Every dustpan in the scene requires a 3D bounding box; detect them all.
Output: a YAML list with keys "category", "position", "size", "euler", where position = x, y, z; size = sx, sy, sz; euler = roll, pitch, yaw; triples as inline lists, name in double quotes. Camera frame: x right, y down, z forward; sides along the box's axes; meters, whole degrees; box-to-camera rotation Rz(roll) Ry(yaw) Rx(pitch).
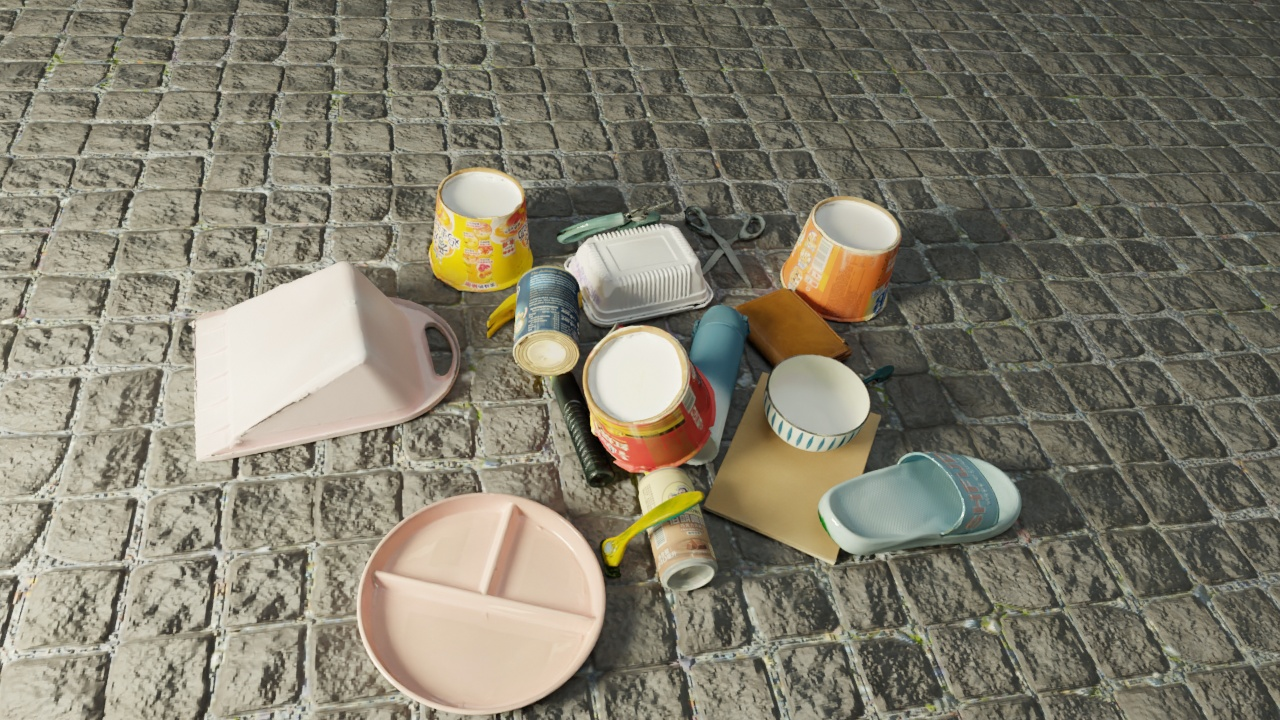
- category: "dustpan"
  position: [-0.357, 0.011, 1.051]
  size: [0.273, 0.139, 0.222]
  euler: [-25, 51, 6]

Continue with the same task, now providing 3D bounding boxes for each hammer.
- category: "hammer"
  position: [-0.092, 0.021, 1.068]
  size: [0.128, 0.033, 0.300]
  euler: [-11, 49, -18]

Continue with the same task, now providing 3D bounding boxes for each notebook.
- category: "notebook"
  position: [0.175, 0.112, 1.030]
  size: [0.149, 0.012, 0.210]
  euler: [22, 51, 10]

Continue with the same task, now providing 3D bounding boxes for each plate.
- category: "plate"
  position: [-0.148, 0.226, 0.868]
  size: [0.229, 0.028, 0.229]
  euler: [5, 46, -6]

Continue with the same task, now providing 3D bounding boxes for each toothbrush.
- category: "toothbrush"
  position: [0.240, 0.047, 1.114]
  size: [0.191, 0.018, 0.016]
  euler: [-25, 57, -26]

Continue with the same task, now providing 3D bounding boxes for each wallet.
- category: "wallet"
  position: [0.198, -0.038, 1.172]
  size: [0.118, 0.035, 0.130]
  euler: [-21, 55, -26]

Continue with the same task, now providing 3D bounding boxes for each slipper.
- category: "slipper"
  position: [0.302, 0.144, 0.978]
  size: [0.245, 0.074, 0.104]
  euler: [-7, 52, -23]

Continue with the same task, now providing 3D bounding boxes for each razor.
- category: "razor"
  position: [0.009, 0.163, 0.897]
  size: [0.028, 0.133, 0.043]
  euler: [32, 32, -36]

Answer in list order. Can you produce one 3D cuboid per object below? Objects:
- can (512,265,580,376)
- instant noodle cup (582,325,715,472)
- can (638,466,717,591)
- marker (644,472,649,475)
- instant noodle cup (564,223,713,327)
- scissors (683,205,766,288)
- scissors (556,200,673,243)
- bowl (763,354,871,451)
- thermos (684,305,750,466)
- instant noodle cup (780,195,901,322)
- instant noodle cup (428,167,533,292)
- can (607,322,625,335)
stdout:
- category: "can"
  position: [-0.107, -0.045, 1.053]
  size: [0.075, 0.075, 0.111]
  euler: [3, 46, -7]
- category: "instant noodle cup"
  position: [0.006, 0.033, 0.945]
  size: [0.138, 0.109, 0.137]
  euler: [-4, 65, 9]
- category: "can"
  position: [0.036, 0.170, 0.930]
  size: [0.058, 0.059, 0.116]
  euler: [-4, 47, -14]
- category: "marker"
  position: [-0.003, 0.100, 1.023]
  size: [0.018, 0.015, 0.124]
  euler: [-17, 49, -25]
- category: "instant noodle cup"
  position: [-0.001, -0.120, 1.198]
  size: [0.173, 0.060, 0.138]
  euler: [-14, 50, -17]
- category: "scissors"
  position: [0.115, -0.165, 1.295]
  size: [0.159, 0.014, 0.179]
  euler: [32, 51, 20]
- category: "scissors"
  position: [-0.017, -0.184, 1.218]
  size: [0.173, 0.019, 0.178]
  euler: [-15, -2, 27]
- category: "bowl"
  position: [0.192, 0.056, 1.028]
  size: [0.116, 0.066, 0.116]
  euler: [4, 49, -5]
- category: "thermos"
  position: [0.079, 0.021, 1.078]
  size: [0.070, 0.070, 0.219]
  euler: [15, 45, 5]
- category: "instant noodle cup"
  position: [0.274, -0.141, 1.230]
  size: [0.151, 0.112, 0.151]
  euler: [5, 46, -5]
- category: "instant noodle cup"
  position: [-0.204, -0.173, 1.181]
  size: [0.138, 0.110, 0.137]
  euler: [5, 47, -6]
- category: "can"
  position: [-0.006, 0.006, 1.056]
  size: [0.094, 0.067, 0.066]
  euler: [36, 48, -2]
